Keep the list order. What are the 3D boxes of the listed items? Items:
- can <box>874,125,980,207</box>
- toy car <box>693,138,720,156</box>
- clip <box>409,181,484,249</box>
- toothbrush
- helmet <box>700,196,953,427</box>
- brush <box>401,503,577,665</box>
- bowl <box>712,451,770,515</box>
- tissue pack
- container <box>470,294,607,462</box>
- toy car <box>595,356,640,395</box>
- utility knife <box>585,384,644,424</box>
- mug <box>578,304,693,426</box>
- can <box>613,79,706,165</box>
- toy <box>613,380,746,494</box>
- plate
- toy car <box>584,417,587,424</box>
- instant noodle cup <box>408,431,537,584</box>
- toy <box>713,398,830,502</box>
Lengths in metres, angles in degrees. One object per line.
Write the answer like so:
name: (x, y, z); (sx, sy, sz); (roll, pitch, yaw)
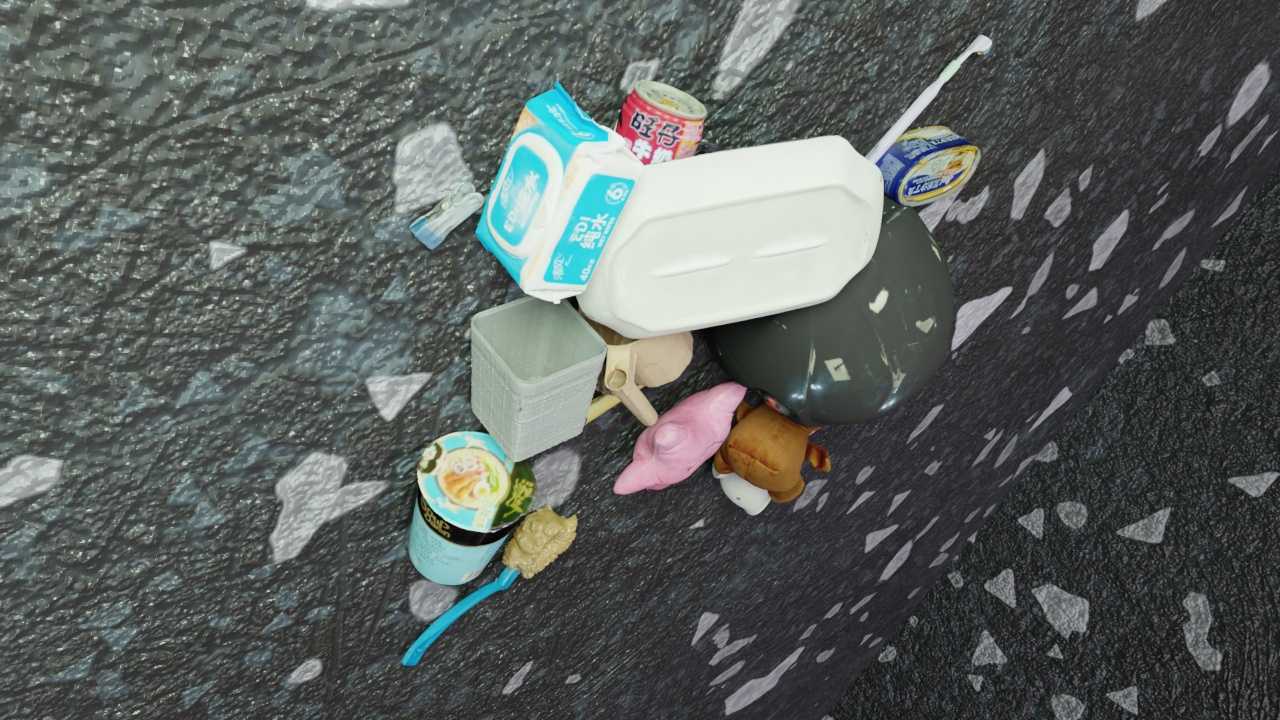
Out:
can: (0.323, -0.220, 1.042); (0.147, 0.049, 0.075); (-19, 141, -36)
toy car: (0.029, -0.148, 0.798); (0.049, 0.031, 0.106); (13, 122, -48)
clip: (-0.139, -0.105, 0.667); (0.057, 0.033, 0.025); (-41, 147, 0)
toothbrush: (0.303, -0.273, 0.987); (0.021, 0.029, 0.189); (42, 96, -18)
helmet: (0.203, -0.049, 0.932); (0.233, 0.230, 0.275); (-39, 110, -10)
brush: (-0.173, 0.257, 1.039); (0.255, 0.046, 0.083); (-42, 153, 2)
bowl: (0.134, 0.139, 1.213); (0.064, 0.118, 0.118); (18, 120, -12)
tissue pack: (-0.064, -0.120, 0.670); (0.063, 0.090, 0.140); (-1, 128, -45)
container: (-0.094, 0.017, 0.798); (0.090, 0.090, 0.115); (-22, 145, -32)
toy car: (-0.005, 0.005, 0.938); (0.090, 0.035, 0.042); (-25, 145, -33)
utility knife: (-0.045, 0.049, 0.957); (0.206, 0.021, 0.031); (-36, 145, -27)
mug: (-0.002, -0.012, 0.847); (0.084, 0.124, 0.103); (-5, 156, 18)
can: (0.007, -0.164, 0.722); (0.066, 0.066, 0.094); (-10, 135, -44)
toy: (0.048, 0.095, 1.068); (0.194, 0.074, 0.179); (-30, 162, -43)
plate: (0.076, -0.088, 0.735); (0.265, 0.034, 0.162); (-10, 129, -9)
toy car: (-0.068, 0.022, 0.873); (0.032, 0.048, 0.105); (-8, 134, -29)
instant noodle cup: (-0.167, 0.145, 0.858); (0.111, 0.111, 0.121); (-15, 146, -40)
toy: (0.183, 0.071, 1.115); (0.199, 0.140, 0.130); (-59, 162, -9)
